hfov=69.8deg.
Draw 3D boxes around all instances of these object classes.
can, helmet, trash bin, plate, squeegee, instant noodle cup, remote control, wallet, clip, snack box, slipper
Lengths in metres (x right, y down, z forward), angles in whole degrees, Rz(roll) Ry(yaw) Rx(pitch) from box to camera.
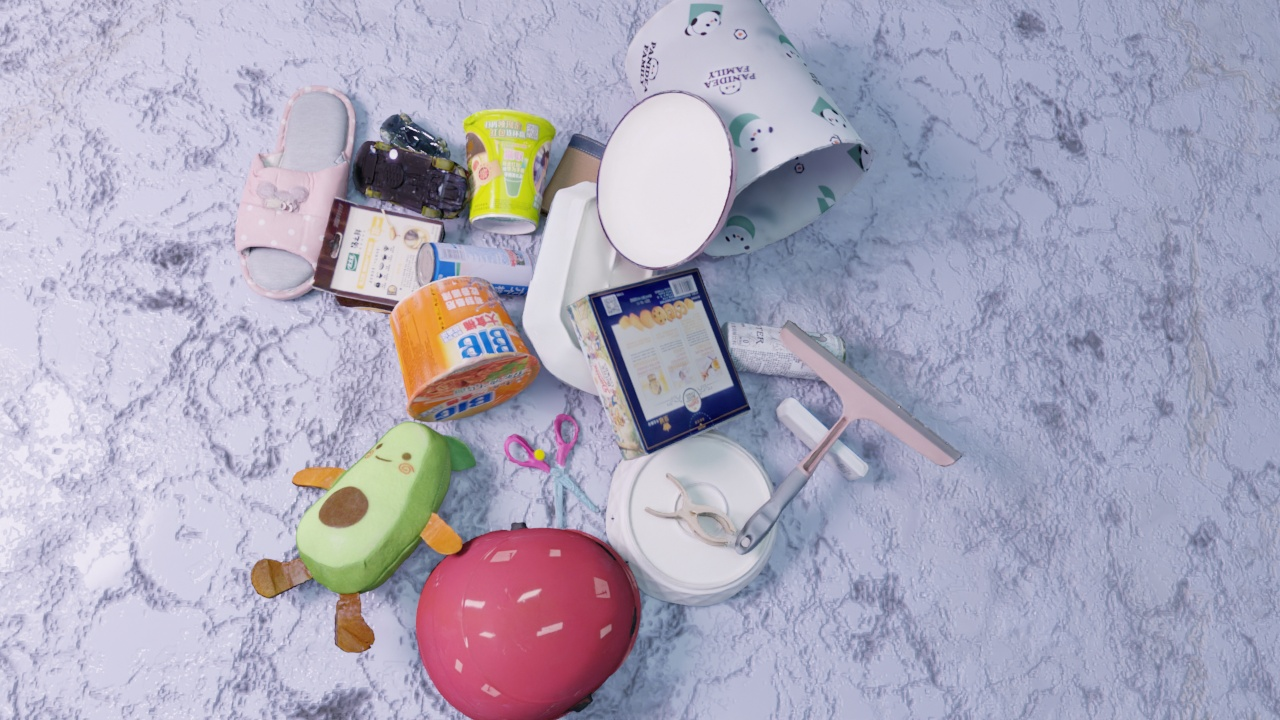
[{"bbox_3d":[-0.184,-0.103,1.047,0.134,0.053,0.053,1,73,-35],"label":"can"},{"bbox_3d":[-0.112,0.264,0.931,0.240,0.144,0.207,-19,78,-9],"label":"helmet"},{"bbox_3d":[0.115,-0.289,1.091,0.229,0.230,0.251,-22,75,-15],"label":"trash bin"},{"bbox_3d":[0.063,0.173,1.044,0.204,0.046,0.204,2,75,-9],"label":"plate"},{"bbox_3d":[0.186,0.122,1.036,0.247,0.040,0.249,40,77,10],"label":"squeegee"},{"bbox_3d":[-0.158,-0.217,1.083,0.111,0.112,0.123,3,82,-9],"label":"instant noodle cup"},{"bbox_3d":[0.213,0.094,1.089,0.125,0.049,0.024,42,75,3],"label":"remote control"},{"bbox_3d":[-0.067,-0.215,1.133,0.090,0.033,0.115,25,73,0],"label":"wallet"},{"bbox_3d":[0.057,0.170,1.003,0.100,0.035,0.070,33,73,6],"label":"clip"},{"bbox_3d":[0.024,-0.001,1.017,0.177,0.046,0.182,-18,87,-43],"label":"snack box"},{"bbox_3d":[-0.298,-0.115,1.054,0.125,0.053,0.113,11,74,-7],"label":"snack box"},{"bbox_3d":[0.168,-0.010,1.104,0.146,0.058,0.058,6,74,-8],"label":"can"},{"bbox_3d":[-0.043,-0.090,1.048,0.162,0.034,0.265,28,58,-29],"label":"plate"},{"bbox_3d":[-0.199,-0.015,1.001,0.151,0.152,0.111,-20,71,-14],"label":"instant noodle cup"},{"bbox_3d":[0.033,-0.193,0.999,0.039,0.193,0.192,1,71,-48],"label":"plate"},{"bbox_3d":[-0.393,-0.201,1.060,0.114,0.054,0.274,11,73,-7],"label":"slipper"}]

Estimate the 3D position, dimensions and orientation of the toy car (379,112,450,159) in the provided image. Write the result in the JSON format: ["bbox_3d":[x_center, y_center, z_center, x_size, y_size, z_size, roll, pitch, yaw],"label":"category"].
[{"bbox_3d":[-0.272,-0.261,1.108,0.090,0.034,0.042,35,75,2],"label":"toy car"}]

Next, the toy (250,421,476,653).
[{"bbox_3d":[-0.281,0.164,0.956,0.227,0.090,0.246,21,63,20],"label":"toy"}]

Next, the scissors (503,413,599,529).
[{"bbox_3d":[-0.091,0.121,1.048,0.133,0.017,0.118,43,68,-1],"label":"scissors"}]

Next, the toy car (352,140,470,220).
[{"bbox_3d":[-0.268,-0.212,1.069,0.158,0.042,0.070,21,102,19],"label":"toy car"}]
